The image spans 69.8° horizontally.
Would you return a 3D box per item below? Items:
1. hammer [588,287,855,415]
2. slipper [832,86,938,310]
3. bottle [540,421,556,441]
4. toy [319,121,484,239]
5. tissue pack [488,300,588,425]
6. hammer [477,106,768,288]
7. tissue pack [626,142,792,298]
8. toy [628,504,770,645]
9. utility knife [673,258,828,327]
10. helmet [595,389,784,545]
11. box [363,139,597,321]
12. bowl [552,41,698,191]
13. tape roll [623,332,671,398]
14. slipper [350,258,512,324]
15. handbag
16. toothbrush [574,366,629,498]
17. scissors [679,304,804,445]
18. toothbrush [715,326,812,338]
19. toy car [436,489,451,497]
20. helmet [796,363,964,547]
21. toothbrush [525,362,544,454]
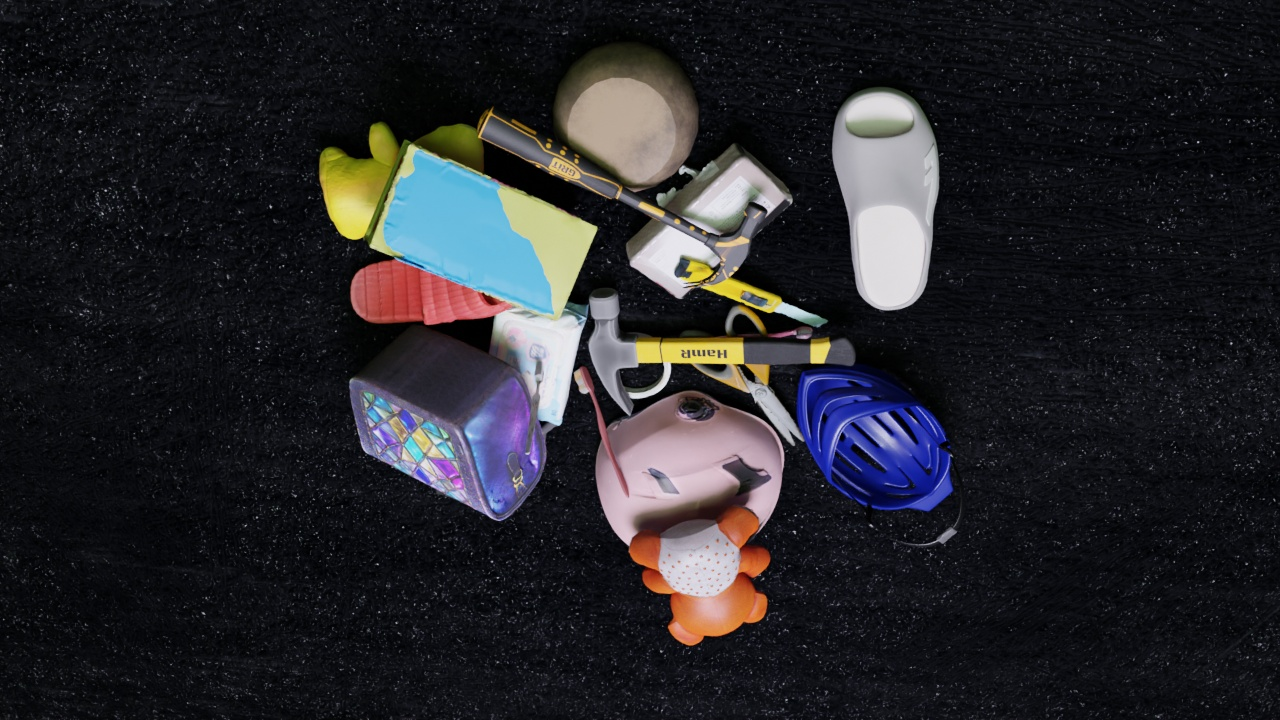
[{"bbox_3d":[0.096,-0.008,1.123,0.325,0.034,0.170,0,121,11],"label":"hammer"},{"bbox_3d":[0.277,-0.164,1.021,0.113,0.080,0.266,-5,120,11],"label":"slipper"},{"bbox_3d":[-0.152,0.111,1.247,0.113,0.030,0.030,-39,111,23],"label":"bottle"},{"bbox_3d":[-0.269,-0.200,1.043,0.194,0.087,0.135,-3,117,7],"label":"toy"},{"bbox_3d":[-0.137,-0.003,1.156,0.112,0.069,0.182,14,121,-2],"label":"tissue pack"},{"bbox_3d":[-0.026,-0.179,0.983,0.320,0.036,0.123,25,120,-13],"label":"hammer"},{"bbox_3d":[0.072,-0.165,1.054,0.104,0.071,0.182,32,122,-31],"label":"tissue pack"},{"bbox_3d":[0.081,0.264,1.127,0.164,0.092,0.172,-17,116,1],"label":"toy"},{"bbox_3d":[0.135,-0.077,1.094,0.218,0.019,0.031,16,138,-27],"label":"utility knife"},{"bbox_3d":[0.068,0.167,1.201,0.255,0.152,0.230,-4,117,0],"label":"helmet"},{"bbox_3d":[-0.173,-0.138,0.991,0.221,0.082,0.124,20,96,-21],"label":"box"},{"bbox_3d":[-0.018,-0.257,0.995,0.162,0.070,0.162,2,121,3],"label":"bowl"},{"bbox_3d":[-0.007,0.007,1.184,0.093,0.013,0.093,2,121,3],"label":"tape roll"},{"bbox_3d":[-0.246,-0.094,1.089,0.249,0.059,0.103,-9,85,18],"label":"slipper"},{"bbox_3d":[-0.233,0.088,1.130,0.205,0.125,0.222,22,140,23],"label":"handbag"},{"bbox_3d":[-0.048,0.091,1.164,0.016,0.184,0.015,-33,157,26],"label":"toothbrush"},{"bbox_3d":[0.135,0.032,1.170,0.134,0.016,0.228,-18,119,21],"label":"scissors"},{"bbox_3d":[0.148,-0.027,1.149,0.135,0.016,0.022,-8,122,9],"label":"toothbrush"},{"bbox_3d":[-0.248,0.146,1.265,0.051,0.048,0.100,13,121,-4],"label":"toy car"},{"bbox_3d":[0.293,0.115,1.100,0.241,0.227,0.148,39,106,-18],"label":"helmet"},{"bbox_3d":[-0.121,0.050,1.039,0.010,0.181,0.010,-8,119,3],"label":"toothbrush"}]
